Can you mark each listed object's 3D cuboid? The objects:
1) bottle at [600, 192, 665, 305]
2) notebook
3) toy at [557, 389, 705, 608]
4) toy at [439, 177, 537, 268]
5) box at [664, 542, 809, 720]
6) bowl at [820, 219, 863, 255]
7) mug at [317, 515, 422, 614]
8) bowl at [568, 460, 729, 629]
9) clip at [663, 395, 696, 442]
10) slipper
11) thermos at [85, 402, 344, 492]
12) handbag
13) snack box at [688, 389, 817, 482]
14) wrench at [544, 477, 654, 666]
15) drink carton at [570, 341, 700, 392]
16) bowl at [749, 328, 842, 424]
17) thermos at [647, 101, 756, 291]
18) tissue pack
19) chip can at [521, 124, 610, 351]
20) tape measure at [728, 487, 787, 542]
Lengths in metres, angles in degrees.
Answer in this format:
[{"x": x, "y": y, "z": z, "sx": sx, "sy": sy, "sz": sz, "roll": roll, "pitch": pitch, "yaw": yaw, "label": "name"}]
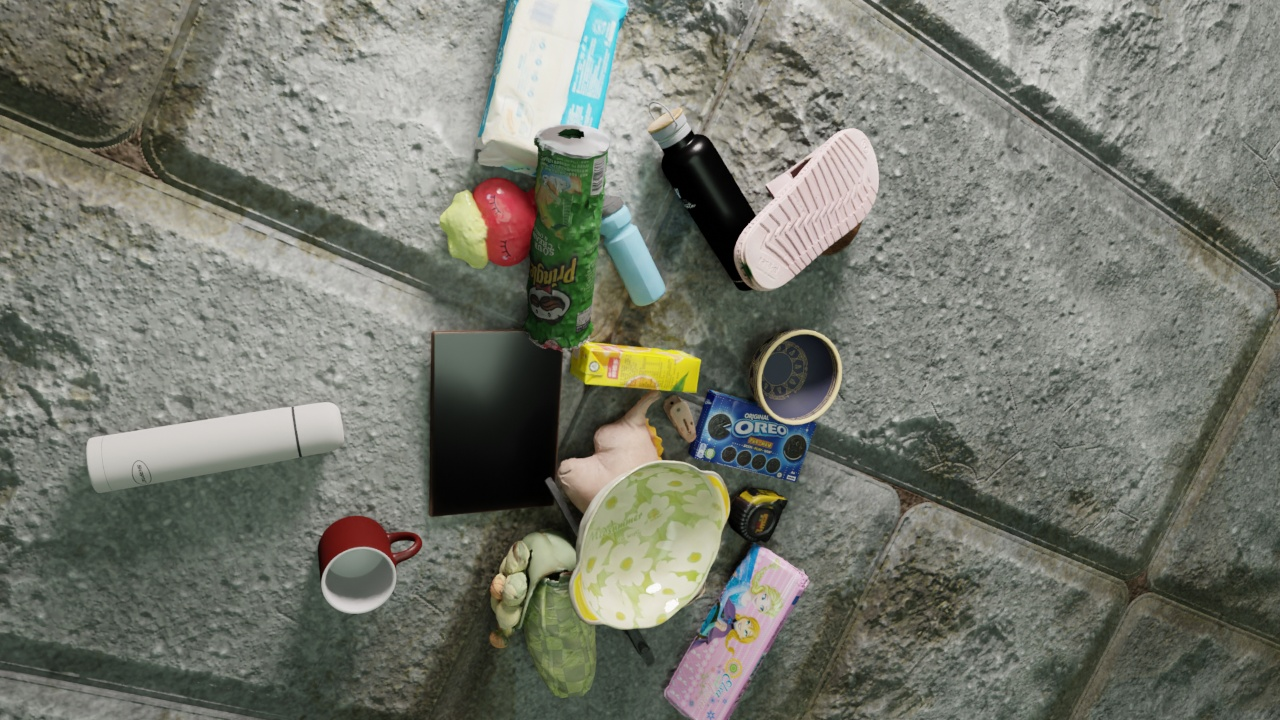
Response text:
[{"x": -0.016, "y": -0.123, "z": 0.996, "sx": 0.040, "sy": 0.040, "sz": 0.130, "roll": -32, "pitch": 113, "yaw": -11, "label": "bottle"}, {"x": -0.157, "y": 0.068, "z": 0.999, "sx": 0.141, "sy": 0.008, "sz": 0.209, "roll": -2, "pitch": 108, "yaw": -21, "label": "notebook"}, {"x": 0.018, "y": 0.179, "z": 1.075, "sx": 0.196, "sy": 0.065, "sz": 0.264, "roll": -42, "pitch": 116, "yaw": -2, "label": "toy"}, {"x": -0.138, "y": -0.142, "z": 0.941, "sx": 0.135, "sy": 0.045, "sz": 0.092, "roll": -15, "pitch": 112, "yaw": -19, "label": "toy"}, {"x": 0.134, "y": 0.354, "z": 1.170, "sx": 0.230, "sy": 0.085, "sz": 0.096, "roll": -60, "pitch": 147, "yaw": 2, "label": "box"}, {"x": 0.207, "y": -0.178, "z": 1.075, "sx": 0.114, "sy": 0.026, "sz": 0.102, "roll": 27, "pitch": 92, "yaw": -24, "label": "bowl"}, {"x": -0.280, "y": 0.204, "z": 0.955, "sx": 0.105, "sy": 0.082, "sz": 0.073, "roll": -22, "pitch": 110, "yaw": -15, "label": "mug"}, {"x": -0.002, "y": 0.193, "z": 0.997, "sx": 0.218, "sy": 0.060, "sz": 0.188, "roll": -33, "pitch": 118, "yaw": -27, "label": "bowl"}, {"x": 0.052, "y": 0.071, "z": 1.071, "sx": 0.024, "sy": 0.043, "sz": 0.061, "roll": -32, "pitch": 107, "yaw": -10, "label": "clip"}, {"x": 0.178, "y": -0.163, "z": 1.015, "sx": 0.238, "sy": 0.064, "sz": 0.094, "roll": -45, "pitch": 113, "yaw": -24, "label": "slipper"}, {"x": -0.406, "y": 0.081, "z": 0.891, "sx": 0.224, "sy": 0.052, "sz": 0.052, "roll": -9, "pitch": 107, "yaw": -19, "label": "thermos"}, {"x": -0.112, "y": 0.288, "z": 1.028, "sx": 0.116, "sy": 0.113, "sz": 0.186, "roll": -7, "pitch": 107, "yaw": -13, "label": "handbag"}, {"x": 0.138, "y": 0.093, "z": 1.118, "sx": 0.150, "sy": 0.027, "sz": 0.082, "roll": 15, "pitch": 97, "yaw": -24, "label": "snack box"}, {"x": -0.046, "y": 0.249, "z": 1.067, "sx": 0.018, "sy": 0.073, "sz": 0.273, "roll": -30, "pitch": 109, "yaw": -12, "label": "wrench"}, {"x": -0.006, "y": 0.006, "z": 1.023, "sx": 0.134, "sy": 0.058, "sz": 0.043, "roll": 5, "pitch": 99, "yaw": -22, "label": "drink carton"}, {"x": 0.175, "y": 0.015, "z": 1.092, "sx": 0.112, "sy": 0.061, "sz": 0.112, "roll": -5, "pitch": 103, "yaw": -21, "label": "bowl"}, {"x": 0.075, "y": -0.184, "z": 1.003, "sx": 0.061, "sy": 0.061, "sz": 0.231, "roll": -39, "pitch": 114, "yaw": -8, "label": "thermos"}, {"x": -0.088, "y": -0.285, "z": 0.912, "sx": 0.117, "sy": 0.066, "sz": 0.209, "roll": 11, "pitch": 98, "yaw": -22, "label": "tissue pack"}, {"x": -0.075, "y": -0.120, "z": 0.913, "sx": 0.075, "sy": 0.075, "sz": 0.224, "roll": -7, "pitch": 127, "yaw": -20, "label": "chip can"}, {"x": 0.140, "y": 0.192, "z": 1.141, "sx": 0.062, "sy": 0.038, "sz": 0.067, "roll": 13, "pitch": 101, "yaw": -32, "label": "tape measure"}]
